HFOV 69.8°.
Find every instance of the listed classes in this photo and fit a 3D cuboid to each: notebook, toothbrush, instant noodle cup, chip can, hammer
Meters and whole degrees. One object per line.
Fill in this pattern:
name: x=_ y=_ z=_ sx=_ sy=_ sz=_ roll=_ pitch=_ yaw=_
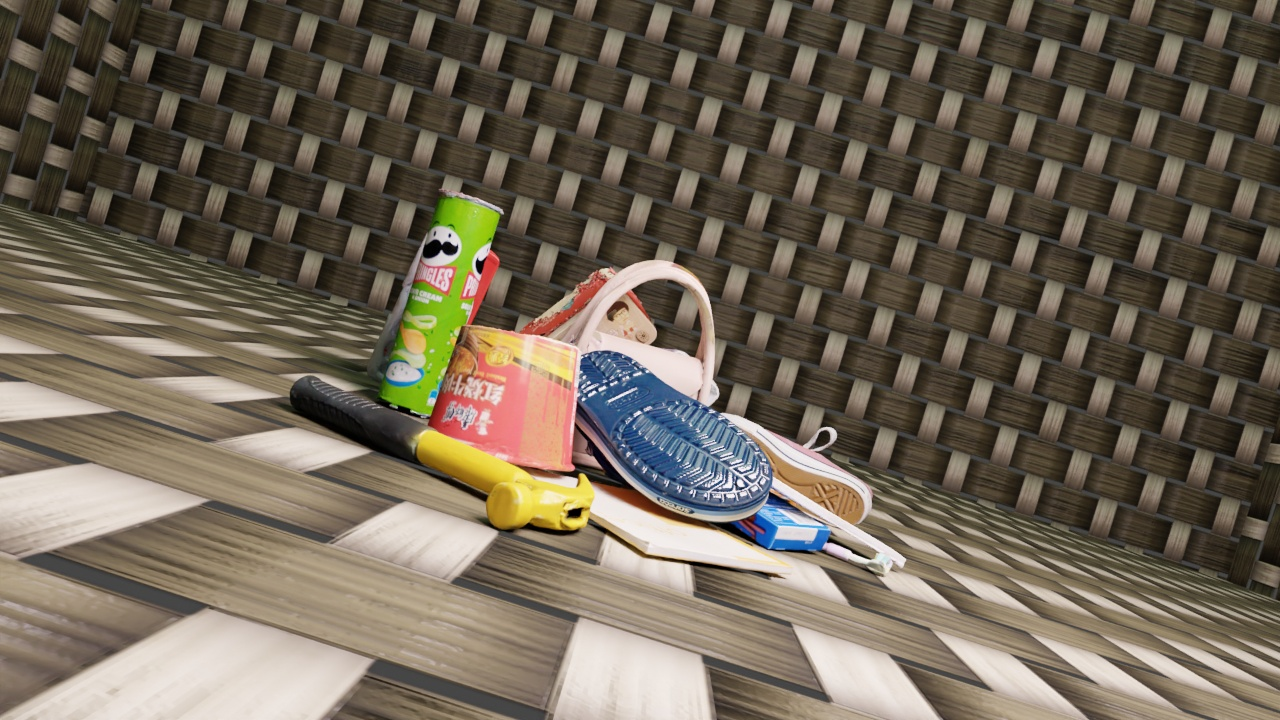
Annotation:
notebook: x=0.003 y=0.127 z=0.740 sx=0.145 sy=0.010 sz=0.206 roll=17 pitch=0 yaw=-35
toothbrush: x=0.154 y=0.168 z=0.903 sx=0.190 sy=0.020 sz=0.029 roll=17 pitch=3 yaw=31
instant noodle cup: x=-0.114 y=0.032 z=0.808 sx=0.138 sy=0.108 sz=0.138 roll=12 pitch=-5 yaw=1
notebook: x=0.153 y=0.137 z=0.929 sx=0.209 sy=0.012 sz=0.150 roll=32 pitch=-3 yaw=-25
chip can: x=-0.214 y=-0.059 z=0.979 sx=0.072 sy=0.236 sz=0.072 roll=18 pitch=1 yaw=-1
hammer: x=-0.160 y=0.065 z=0.691 sx=0.301 sy=0.033 sz=0.128 roll=18 pitch=0 yaw=32

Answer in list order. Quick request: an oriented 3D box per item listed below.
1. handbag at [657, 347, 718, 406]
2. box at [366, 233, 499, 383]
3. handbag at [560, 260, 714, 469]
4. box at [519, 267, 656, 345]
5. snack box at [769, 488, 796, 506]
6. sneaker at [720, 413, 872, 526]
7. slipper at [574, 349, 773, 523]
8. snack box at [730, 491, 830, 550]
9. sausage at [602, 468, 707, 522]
handbag: x=0.013 y=0.059 z=1.243 sx=0.098 sy=0.145 sz=0.197 roll=48 pitch=-7 yaw=-9
box: x=-0.255 y=-0.056 z=1.091 sx=0.100 sy=0.201 sz=0.095 roll=24 pitch=-1 yaw=9
handbag: x=-0.006 y=0.006 z=0.984 sx=0.193 sy=0.234 sz=0.093 roll=14 pitch=19 yaw=-26
box: x=-0.076 y=-0.025 z=1.029 sx=0.091 sy=0.168 sz=0.077 roll=48 pitch=9 yaw=-36
snack box: x=0.124 y=0.155 z=1.022 sx=0.075 sy=0.026 sz=0.153 roll=17 pitch=0 yaw=21
sneaker: x=0.184 y=0.134 z=1.175 sx=0.241 sy=0.118 sz=0.087 roll=23 pitch=20 yaw=19
slipper: x=0.009 y=0.080 z=0.843 sx=0.105 sy=0.095 sz=0.253 roll=-30 pitch=45 yaw=-26
snack box: x=0.097 y=0.134 z=0.885 sx=0.084 sy=0.026 sz=0.157 roll=14 pitch=12 yaw=-45
sausage: x=0.016 y=0.125 z=0.891 sx=0.021 sy=0.021 sz=0.165 roll=17 pitch=0 yaw=-44
